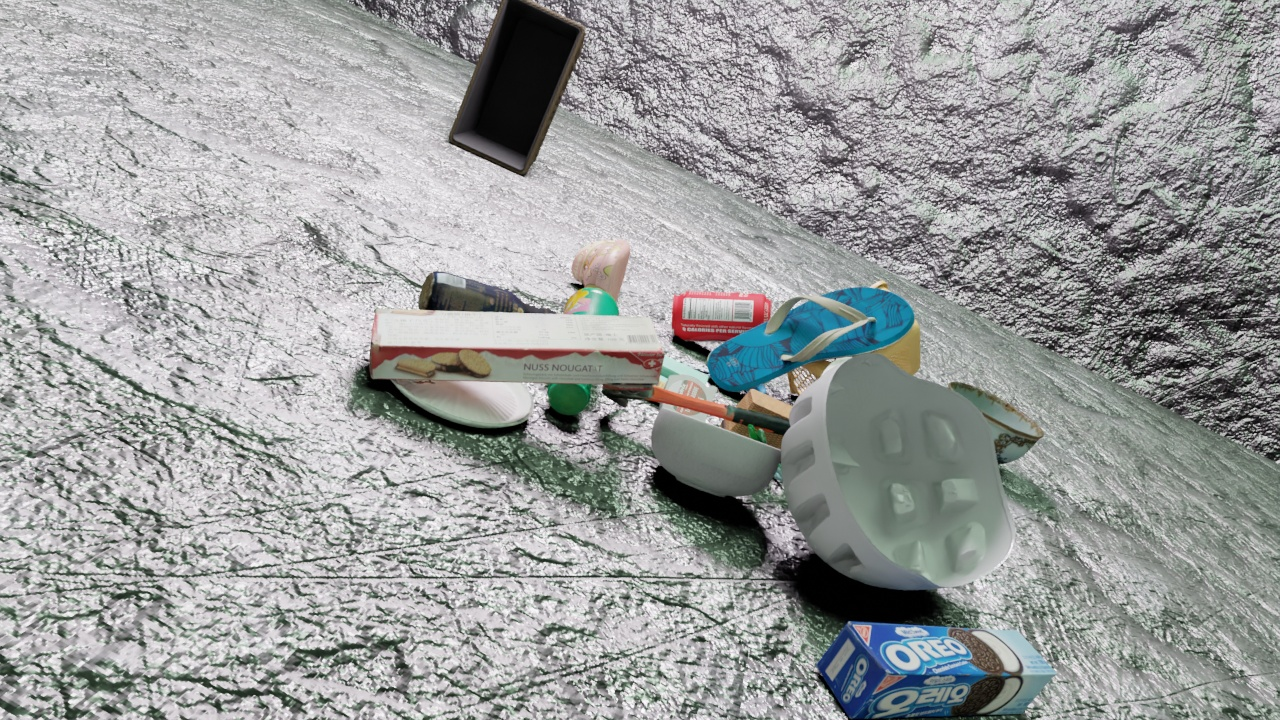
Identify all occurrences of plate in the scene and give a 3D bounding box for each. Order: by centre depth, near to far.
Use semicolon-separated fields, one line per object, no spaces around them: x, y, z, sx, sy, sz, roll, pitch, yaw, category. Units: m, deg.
-0.180;0.025;0.908;0.157;0.014;0.156;22;19;-9;plate

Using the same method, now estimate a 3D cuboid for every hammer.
0.117;0.064;1.021;0.333;0.033;0.133;15;-11;-13;hammer

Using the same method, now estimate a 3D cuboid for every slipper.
0.230;-0.043;1.256;0.295;0.060;0.118;-21;51;-4;slipper
-0.062;-0.144;1.392;0.081;0.093;0.197;15;19;1;slipper

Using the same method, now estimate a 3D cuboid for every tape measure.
0.055;0.049;1.087;0.062;0.020;0.060;23;57;0;tape measure

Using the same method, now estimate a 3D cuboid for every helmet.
0.241;0.116;0.899;0.282;0.184;0.224;22;49;-55;helmet

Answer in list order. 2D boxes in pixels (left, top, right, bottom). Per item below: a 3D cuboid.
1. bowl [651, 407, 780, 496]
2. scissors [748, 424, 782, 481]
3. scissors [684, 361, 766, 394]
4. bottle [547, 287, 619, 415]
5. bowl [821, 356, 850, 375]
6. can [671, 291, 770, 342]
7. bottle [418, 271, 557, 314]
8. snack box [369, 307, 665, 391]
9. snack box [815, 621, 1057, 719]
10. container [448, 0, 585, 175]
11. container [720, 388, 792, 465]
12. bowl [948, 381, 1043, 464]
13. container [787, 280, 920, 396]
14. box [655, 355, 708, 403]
0.071;0.099;0.930;0.132;0.064;0.132;20;-2;1;bowl
0.137;0.102;1.009;0.070;0.014;0.130;37;-14;19;scissors
0.113;0.016;1.308;0.133;0.015;0.104;14;26;-18;scissors
-0.067;-0.011;1.044;0.068;0.068;0.209;23;29;-8;bottle
0.315;0.068;1.183;0.177;0.071;0.177;15;62;-31;bowl
0.120;-0.064;1.359;0.142;0.074;0.074;3;18;7;can
-0.175;-0.059;1.067;0.160;0.056;0.056;16;22;-27;bottle
-0.118;-0.011;0.885;0.272;0.044;0.076;1;31;-12;snack box
0.254;0.261;0.773;0.226;0.060;0.059;13;27;-32;snack box
-0.251;-0.582;1.954;0.176;0.321;0.204;24;13;-5;container
0.160;0.085;1.105;0.114;0.061;0.063;24;19;-5;container
0.541;0.113;1.457;0.160;0.094;0.159;22;20;-9;bowl
0.295;-0.024;1.344;0.167;0.183;0.129;50;-14;43;container
-0.006;0.006;1.162;0.186;0.033;0.136;26;14;2;box
